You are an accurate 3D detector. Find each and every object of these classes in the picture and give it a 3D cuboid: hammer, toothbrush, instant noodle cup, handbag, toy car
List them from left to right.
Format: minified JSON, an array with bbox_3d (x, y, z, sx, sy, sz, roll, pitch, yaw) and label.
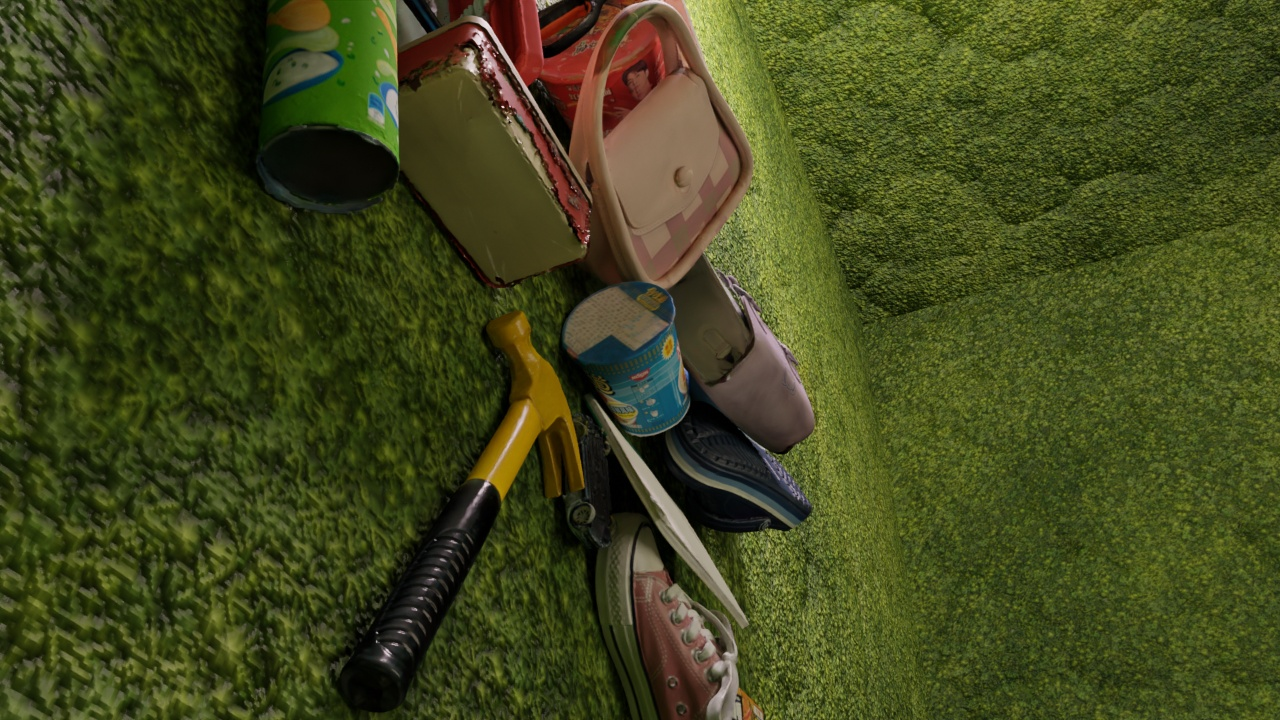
[{"bbox_3d":[-0.159,-0.252,0.597,0.189,0.014,0.016,55,11,-10],"label":"toothbrush"},{"bbox_3d":[-0.095,0.083,0.544,0.300,0.033,0.129,-68,137,-62],"label":"hammer"},{"bbox_3d":[-0.042,0.091,0.689,0.049,0.031,0.105,42,35,-56],"label":"toy car"},{"bbox_3d":[-0.028,-0.270,0.878,0.109,0.138,0.137,64,19,-51],"label":"instant noodle cup"},{"bbox_3d":[-0.005,0.005,0.789,0.099,0.099,0.110,-86,161,-44],"label":"instant noodle cup"},{"bbox_3d":[0.007,-0.193,0.792,0.192,0.093,0.234,-52,146,-27],"label":"handbag"},{"bbox_3d":[0.092,-0.002,0.900,0.145,0.098,0.197,58,7,36],"label":"handbag"}]

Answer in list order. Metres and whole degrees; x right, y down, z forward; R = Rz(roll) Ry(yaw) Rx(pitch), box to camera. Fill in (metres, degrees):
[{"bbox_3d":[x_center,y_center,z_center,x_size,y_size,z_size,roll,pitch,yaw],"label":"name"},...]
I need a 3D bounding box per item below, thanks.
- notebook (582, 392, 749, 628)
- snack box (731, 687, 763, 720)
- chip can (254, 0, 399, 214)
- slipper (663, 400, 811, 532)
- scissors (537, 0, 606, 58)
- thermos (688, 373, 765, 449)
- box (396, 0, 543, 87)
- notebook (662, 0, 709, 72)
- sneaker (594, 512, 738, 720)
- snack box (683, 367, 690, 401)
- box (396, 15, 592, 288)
[{"bbox_3d":[0.025,0.131,0.790,0.209,0.012,0.150,56,0,-45],"label":"notebook"},{"bbox_3d":[0.082,0.341,0.854,0.154,0.026,0.075,55,26,-45],"label":"snack box"},{"bbox_3d":[-0.167,-0.197,0.501,0.072,0.072,0.235,40,39,-59],"label":"chip can"},{"bbox_3d":[0.089,0.124,0.950,0.252,0.095,0.105,33,17,-49],"label":"slipper"},{"bbox_3d":[-0.035,-0.359,0.857,0.220,0.233,0.022,-52,150,-19],"label":"scissors"},{"bbox_3d":[0.096,0.055,1.066,0.070,0.070,0.220,-52,124,-67],"label":"thermos"},{"bbox_3d":[-0.142,-0.282,0.654,0.100,0.096,0.201,5,70,-45],"label":"box"},{"bbox_3d":[0.013,-0.263,0.962,0.010,0.146,0.206,-52,126,-54],"label":"notebook"},{"bbox_3d":[0.032,0.230,0.702,0.118,0.088,0.241,9,67,-70],"label":"sneaker"},{"bbox_3d":[0.012,0.005,0.922,0.157,0.026,0.084,50,31,-51],"label":"snack box"},{"bbox_3d":[-0.100,-0.126,0.604,0.168,0.091,0.077,56,23,-43],"label":"box"}]
